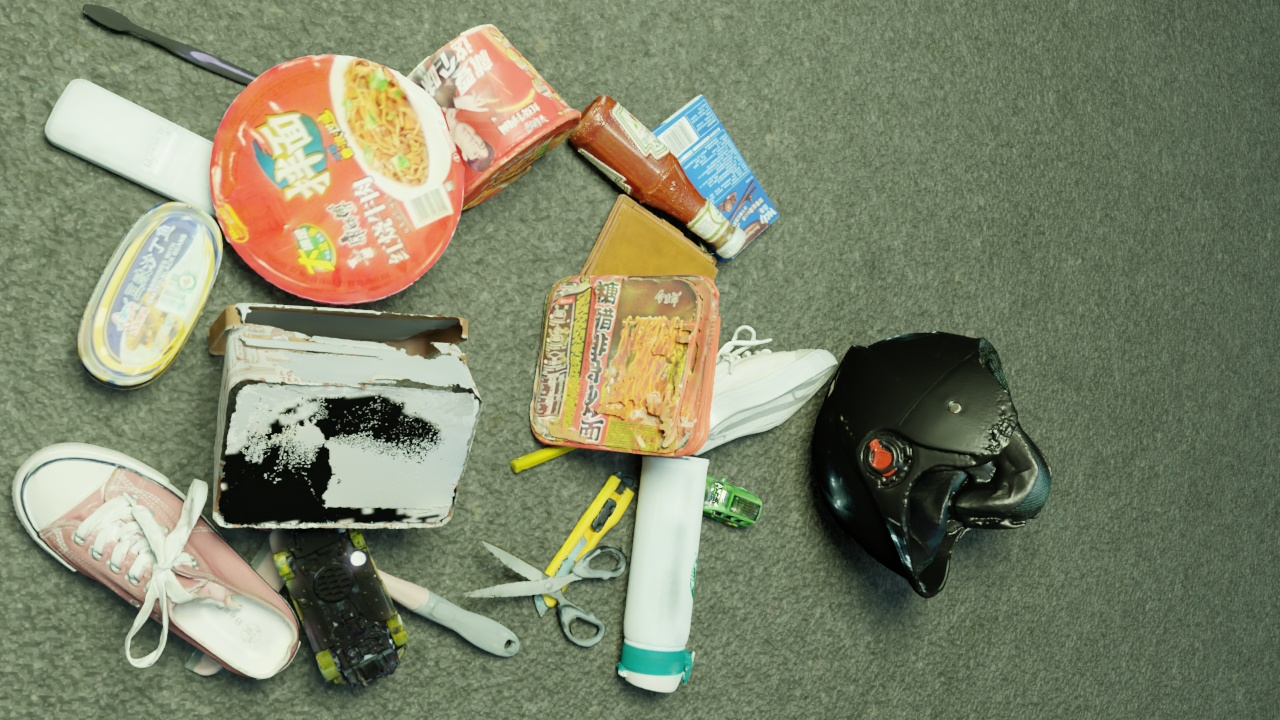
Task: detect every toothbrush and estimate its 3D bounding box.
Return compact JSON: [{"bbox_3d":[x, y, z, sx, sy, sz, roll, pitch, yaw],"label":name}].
[{"bbox_3d":[-0.039,0.076,0.897,0.189,0.016,0.016,-18,102,-30],"label":"toothbrush"},{"bbox_3d":[-0.348,-0.241,0.746,0.189,0.017,0.014,20,88,-30],"label":"toothbrush"}]

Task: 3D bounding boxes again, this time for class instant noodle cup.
[{"bbox_3d":[-0.137,-0.214,0.798,0.137,0.138,0.108,-40,98,-26],"label":"instant noodle cup"},{"bbox_3d":[-0.005,0.005,0.848,0.079,0.189,0.164,19,76,-57],"label":"instant noodle cup"},{"bbox_3d":[-0.239,-0.143,0.745,0.193,0.066,0.194,-1,97,-9],"label":"instant noodle cup"}]

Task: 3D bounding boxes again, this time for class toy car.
[{"bbox_3d":[0.085,0.145,0.953,0.091,0.036,0.043,23,77,-23],"label":"toy car"},{"bbox_3d":[-0.235,0.182,0.721,0.070,0.042,0.158,-22,101,-19],"label":"toy car"}]

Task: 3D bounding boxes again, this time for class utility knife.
[{"bbox_3d":[-0.052,0.173,0.882,0.033,0.015,0.164,43,68,-18],"label":"utility knife"}]

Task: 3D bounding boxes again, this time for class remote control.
[{"bbox_3d":[-0.381,-0.163,0.714,0.136,0.020,0.055,26,73,-26],"label":"remote control"}]

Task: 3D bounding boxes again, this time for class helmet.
[{"bbox_3d":[0.293,0.099,0.967,0.233,0.230,0.274,38,74,-49],"label":"helmet"}]

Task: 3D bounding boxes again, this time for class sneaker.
[{"bbox_3d":[0.108,0.022,0.954,0.241,0.090,0.090,-17,58,-43],"label":"sneaker"},{"bbox_3d":[-0.346,0.146,0.665,0.241,0.088,0.118,44,66,-10],"label":"sneaker"}]

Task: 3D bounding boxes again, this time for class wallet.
[{"bbox_3d":[0.015,-0.097,0.929,0.130,0.035,0.119,32,72,-26],"label":"wallet"}]

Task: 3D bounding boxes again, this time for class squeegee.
[{"bbox_3d":[-0.199,0.199,0.784,0.249,0.040,0.247,36,70,-24],"label":"squeegee"}]

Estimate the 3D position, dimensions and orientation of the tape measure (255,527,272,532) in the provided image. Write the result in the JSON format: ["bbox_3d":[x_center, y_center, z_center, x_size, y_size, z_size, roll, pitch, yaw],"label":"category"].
[{"bbox_3d":[-0.300,0.112,0.719,0.057,0.058,0.039,20,80,17],"label":"tape measure"}]

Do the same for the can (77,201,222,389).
[{"bbox_3d":[-0.370,-0.049,0.696,0.074,0.049,0.148,27,74,-25],"label":"can"}]

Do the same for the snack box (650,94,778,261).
[{"bbox_3d":[0.075,-0.193,0.976,0.084,0.026,0.157,-43,107,-25],"label":"snack box"}]

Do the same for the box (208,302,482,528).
[{"bbox_3d":[-0.237,0.015,0.713,0.182,0.181,0.154,6,118,-28],"label":"box"}]

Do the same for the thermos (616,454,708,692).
[{"bbox_3d":[0.024,0.204,0.893,0.073,0.073,0.224,10,82,-29],"label":"thermos"}]

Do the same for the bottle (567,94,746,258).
[{"bbox_3d":[0.022,-0.178,0.916,0.206,0.060,0.059,38,69,-16],"label":"bottle"}]

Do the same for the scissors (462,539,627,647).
[{"bbox_3d":[-0.079,0.208,0.844,0.159,0.014,0.175,-34,117,-32],"label":"scissors"}]
